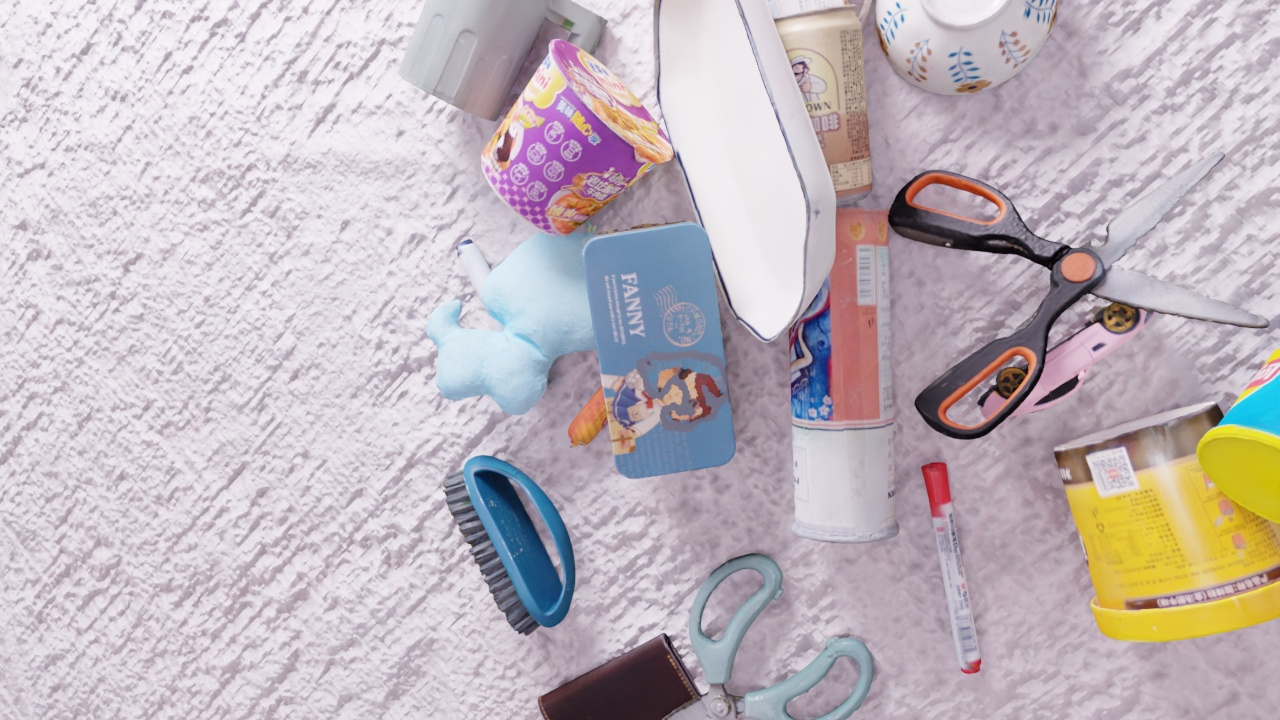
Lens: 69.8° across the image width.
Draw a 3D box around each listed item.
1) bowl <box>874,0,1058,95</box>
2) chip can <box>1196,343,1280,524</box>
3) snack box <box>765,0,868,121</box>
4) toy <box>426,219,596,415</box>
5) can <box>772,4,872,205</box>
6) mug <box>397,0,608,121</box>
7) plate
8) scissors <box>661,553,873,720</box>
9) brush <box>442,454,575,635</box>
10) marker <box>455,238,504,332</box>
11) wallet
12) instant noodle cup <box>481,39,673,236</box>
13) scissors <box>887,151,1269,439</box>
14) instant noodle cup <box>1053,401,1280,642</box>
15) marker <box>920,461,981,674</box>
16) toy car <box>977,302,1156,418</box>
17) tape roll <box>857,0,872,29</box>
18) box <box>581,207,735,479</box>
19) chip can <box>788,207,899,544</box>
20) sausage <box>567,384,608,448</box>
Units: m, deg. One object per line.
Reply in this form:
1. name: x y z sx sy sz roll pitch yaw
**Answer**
1. bowl: 0.204 -0.229 0.574 0.113 0.062 0.113 2 96 16
2. chip can: 0.385 -0.011 0.482 0.071 0.071 0.210 42 77 10
3. snack box: 0.101 -0.220 0.606 0.075 0.026 0.154 -8 104 20
4. toy: -0.077 -0.035 0.681 0.161 0.050 0.156 13 88 9
5. can: 0.112 -0.157 0.574 0.059 0.058 0.116 -3 106 18
6. mug: -0.101 -0.229 0.668 0.124 0.083 0.103 25 104 -12
7. plate: 0.064 -0.144 0.577 0.034 0.162 0.265 -13 73 -14
8. scissors: 0.071 0.217 0.672 0.177 0.019 0.172 -28 86 13
9. brush: -0.093 0.136 0.704 0.074 0.055 0.144 -28 86 19
10. marker: -0.110 -0.034 0.714 0.023 0.018 0.130 -30 86 27
11. wallet: -0.008 0.278 0.710 0.122 0.020 0.096 -31 90 16
12. instant noodle cup: -0.051 -0.148 0.640 0.099 0.111 0.111 -41 82 22
13. scissors: 0.246 -0.051 0.563 0.234 0.021 0.221 -49 58 7
14. instant noodle cup: 0.313 0.092 0.544 0.119 0.118 0.114 -21 81 18
15. marker: 0.213 0.142 0.628 0.017 0.017 0.145 -10 92 18
16. toy car: 0.269 0.001 0.577 0.122 0.056 0.037 -37 80 17
17. tape roll: 0.114 -0.248 0.625 0.086 0.013 0.086 2 96 17
18. box: 0.012 -0.015 0.629 0.090 0.062 0.184 -11 106 -1
19. chip can: 0.134 0.008 0.612 0.071 0.071 0.215 -1 94 18
20. sausage: -0.004 0.004 0.681 0.021 0.021 0.165 42 106 10
